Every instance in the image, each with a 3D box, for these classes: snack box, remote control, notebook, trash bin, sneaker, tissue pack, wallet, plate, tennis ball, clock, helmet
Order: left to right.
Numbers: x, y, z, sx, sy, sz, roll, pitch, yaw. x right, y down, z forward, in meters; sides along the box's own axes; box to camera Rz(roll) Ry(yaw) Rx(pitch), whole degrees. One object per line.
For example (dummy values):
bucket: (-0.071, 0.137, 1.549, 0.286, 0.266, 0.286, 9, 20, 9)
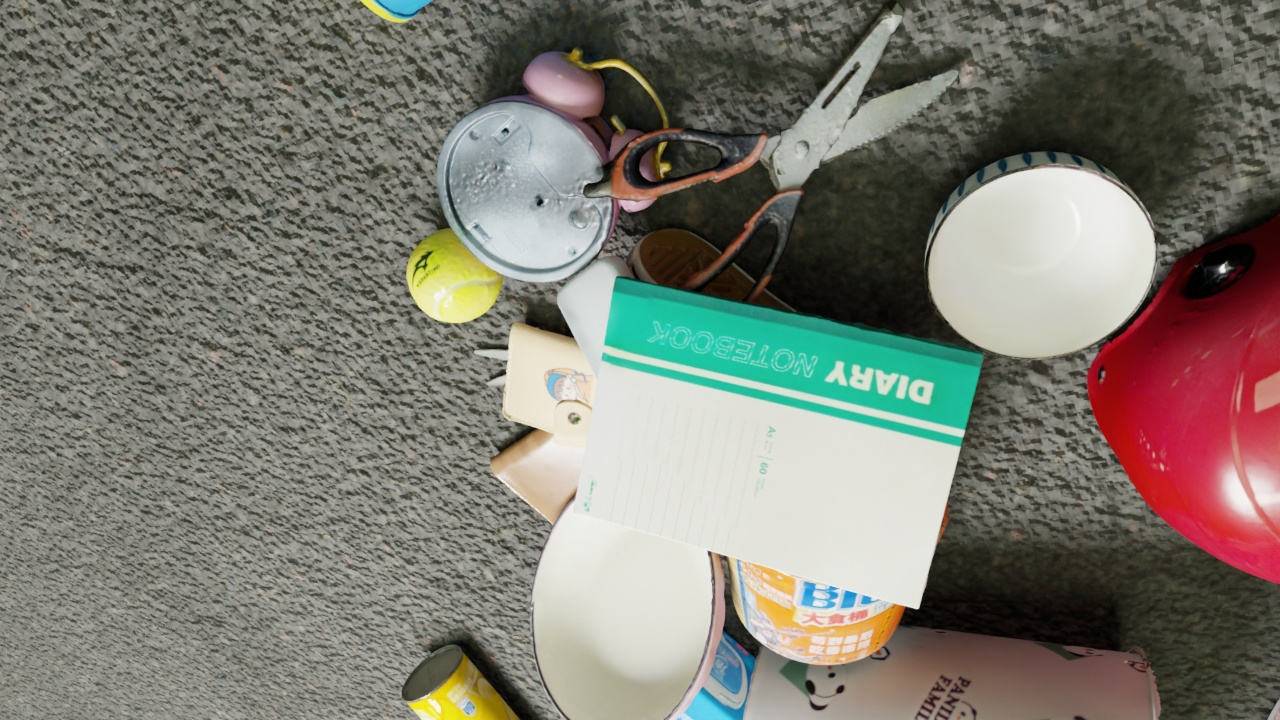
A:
tennis ball: (-0.128, -0.059, 0.636, 0.065, 0.065, 0.066, 8, 122, 13)
clock: (-0.051, -0.123, 0.577, 0.159, 0.059, 0.117, -33, 105, 32)
wallet: (-0.045, 0.026, 0.667, 0.115, 0.024, 0.087, 15, 117, 11)
wallet: (-0.049, 0.096, 0.732, 0.101, 0.020, 0.115, -34, 109, 30)
plate: (-0.007, 0.177, 0.673, 0.039, 0.192, 0.193, 20, 134, -42)
remote control: (-0.003, 0.003, 0.570, 0.056, 0.020, 0.136, -33, 82, 36)
tissue pack: (0.045, 0.255, 0.752, 0.157, 0.094, 0.052, 43, 117, -10)
sneaker: (0.075, 0.020, 0.594, 0.241, 0.118, 0.088, 44, 143, 12)
notebook: (0.071, 0.044, 0.525, 0.209, 0.012, 0.150, 13, 102, 14)
trash bin: (0.210, 0.294, 0.655, 0.252, 0.228, 0.230, 7, 122, 20)
helmet: (0.378, 0.026, 0.483, 0.207, 0.143, 0.241, 32, 123, 0)
snack box: (0.534, 0.284, 0.653, 0.157, 0.026, 0.085, 10, 123, 12)

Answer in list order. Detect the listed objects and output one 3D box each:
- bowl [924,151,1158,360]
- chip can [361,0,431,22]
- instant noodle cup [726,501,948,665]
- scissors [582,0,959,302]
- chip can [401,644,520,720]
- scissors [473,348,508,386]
bowl: (0.221, -0.065, 0.520, 0.116, 0.066, 0.117, 8, 123, 12)
chip can: (-0.069, -0.262, 0.492, 0.211, 0.071, 0.071, -19, 112, 26)
instant noodle cup: (0.123, 0.125, 0.624, 0.151, 0.151, 0.112, 7, 130, 13)
scissors: (0.071, -0.107, 0.526, 0.224, 0.015, 0.189, 2, 99, 5)
chip can: (-0.142, 0.377, 0.899, 0.072, 0.071, 0.213, -24, 109, 28)
scissors: (-0.039, 0.008, 0.680, 0.144, 0.012, 0.171, 46, 124, -11)
